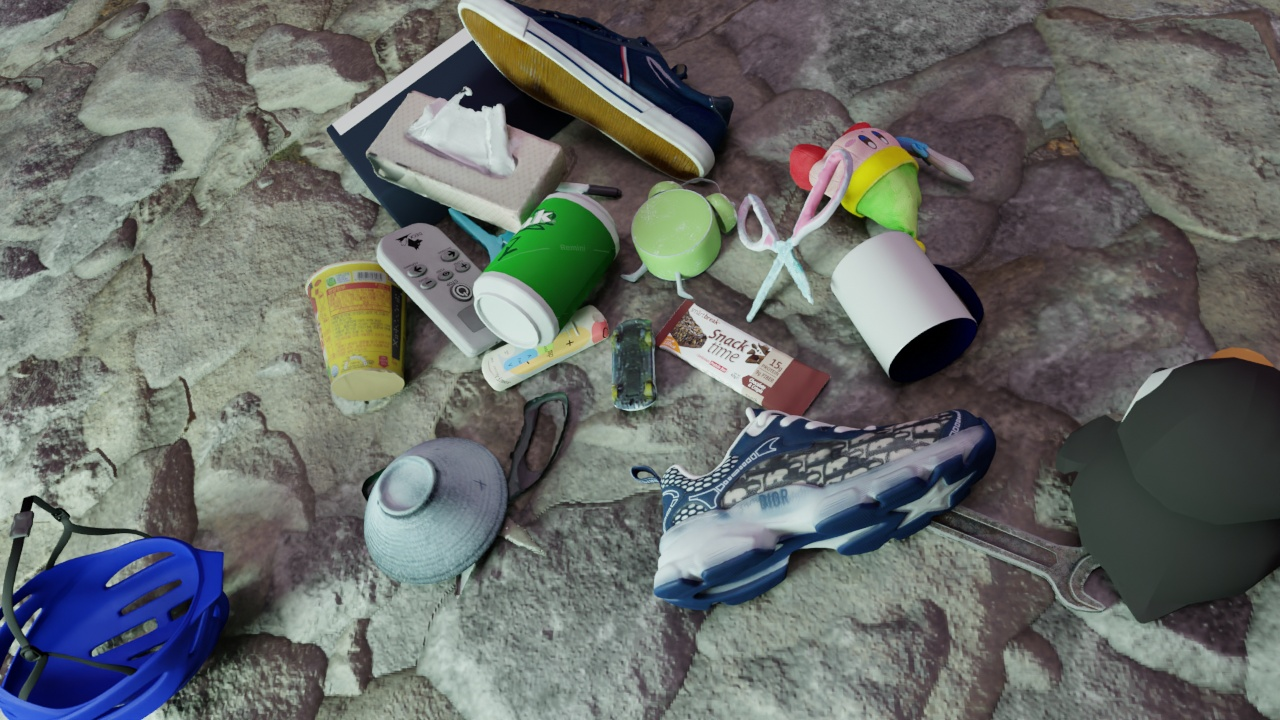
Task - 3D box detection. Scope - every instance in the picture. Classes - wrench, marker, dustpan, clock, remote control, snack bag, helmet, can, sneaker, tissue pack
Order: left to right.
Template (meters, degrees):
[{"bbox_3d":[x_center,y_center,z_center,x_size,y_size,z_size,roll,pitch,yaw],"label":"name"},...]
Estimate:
[{"bbox_3d":[-0.459,0.205,0.738,0.241,0.228,0.147,-23,48,3],"label":"helmet"},{"bbox_3d":[-0.183,-0.073,0.879,0.151,0.019,0.074,45,47,11],"label":"remote control"},{"bbox_3d":[-0.170,-0.204,0.900,0.181,0.071,0.103,24,73,17],"label":"tissue pack"},{"bbox_3d":[-0.182,-0.235,0.999,0.236,0.080,0.273,-38,51,-5],"label":"dustpan"},{"bbox_3d":[-0.090,-0.012,0.865,0.125,0.018,0.038,-27,57,0],"label":"remote control"},{"bbox_3d":[-0.095,-0.179,0.937,0.152,0.011,0.011,6,62,-1],"label":"marker"},{"bbox_3d":[-0.086,-0.085,0.850,0.088,0.088,0.139,19,58,26],"label":"can"},{"bbox_3d":[-0.036,-0.300,0.913,0.294,0.121,0.127,30,78,0],"label":"sneaker"},{"bbox_3d":[0.038,-0.125,0.872,0.094,0.042,0.119,18,68,25],"label":"clock"},{"bbox_3d":[0.085,-0.002,0.805,0.158,0.013,0.057,32,74,30],"label":"snack bag"},{"bbox_3d":[0.121,0.081,0.690,0.270,0.103,0.132,-25,55,12],"label":"sneaker"},{"bbox_3d":[0.222,0.116,0.697,0.273,0.010,0.070,21,70,26],"label":"wrench"}]

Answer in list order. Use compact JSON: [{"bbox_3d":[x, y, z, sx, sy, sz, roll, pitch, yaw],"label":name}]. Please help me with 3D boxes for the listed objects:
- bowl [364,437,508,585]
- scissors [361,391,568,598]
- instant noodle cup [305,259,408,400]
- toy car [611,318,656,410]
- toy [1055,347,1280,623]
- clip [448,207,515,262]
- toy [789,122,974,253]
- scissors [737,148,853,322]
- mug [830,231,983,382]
[{"bbox_3d":[-0.187,0.116,0.782,0.137,0.057,0.136,-8,58,13],"label":"bowl"},{"bbox_3d":[-0.156,0.107,0.821,0.206,0.015,0.201,10,63,22],"label":"scissors"},{"bbox_3d":[-0.271,-0.025,0.890,0.100,0.100,0.112,-15,67,9],"label":"instant noodle cup"},{"bbox_3d":[-0.005,0.005,0.821,0.039,0.027,0.089,-9,60,16],"label":"toy car"},{"bbox_3d":[0.347,0.075,0.570,0.159,0.184,0.139,18,64,24],"label":"toy"},{"bbox_3d":[-0.142,-0.110,0.912,0.097,0.026,0.116,-21,74,-1],"label":"clip"},{"bbox_3d":[0.216,-0.156,0.825,0.124,0.097,0.131,-21,39,-29],"label":"toy"},{"bbox_3d":[0.128,-0.114,0.808,0.171,0.013,0.176,-66,29,22],"label":"scissors"},{"bbox_3d":[0.228,-0.047,0.754,0.111,0.079,0.096,-11,54,-21],"label":"mug"}]
